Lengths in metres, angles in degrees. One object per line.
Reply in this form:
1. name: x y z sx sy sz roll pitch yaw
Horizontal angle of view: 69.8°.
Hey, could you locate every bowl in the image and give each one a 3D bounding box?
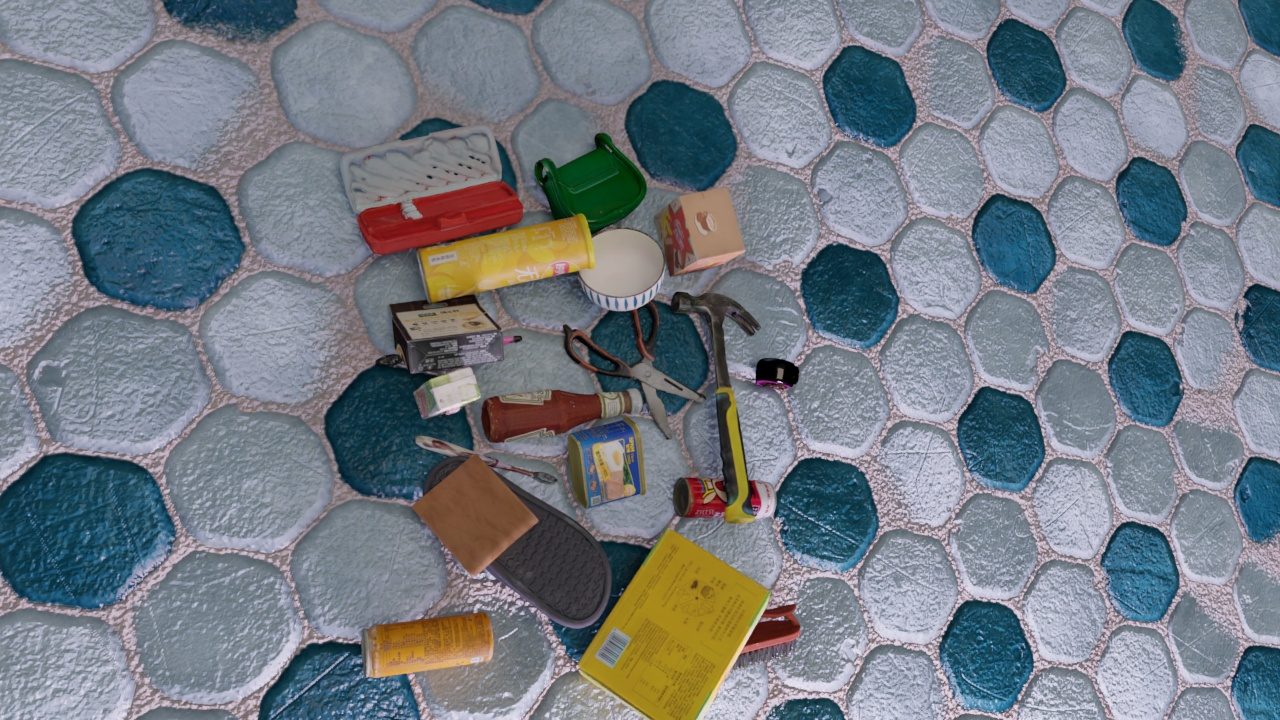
1. bowl: -0.025 -0.111 1.215 0.116 0.066 0.116 -1 57 1

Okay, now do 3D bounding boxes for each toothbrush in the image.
1. toothbrush: -0.191 0.126 1.148 0.187 0.017 0.016 20 74 -18
2. toothbrush: -0.237 -0.013 1.153 0.189 0.018 0.014 -11 95 -24

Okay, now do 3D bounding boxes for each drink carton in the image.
1. drink carton: -0.230 0.042 1.089 0.053 0.123 0.045 -19 90 -24

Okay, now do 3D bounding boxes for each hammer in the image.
1. hammer: 0.119 0.059 1.244 0.126 0.032 0.322 3 68 -23

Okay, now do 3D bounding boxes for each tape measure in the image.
1. tape measure: 0.191 0.021 1.296 0.057 0.057 0.039 16 77 -28

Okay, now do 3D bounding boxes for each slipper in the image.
1. slipper: -0.149 0.220 1.124 0.268 0.083 0.110 37 67 7

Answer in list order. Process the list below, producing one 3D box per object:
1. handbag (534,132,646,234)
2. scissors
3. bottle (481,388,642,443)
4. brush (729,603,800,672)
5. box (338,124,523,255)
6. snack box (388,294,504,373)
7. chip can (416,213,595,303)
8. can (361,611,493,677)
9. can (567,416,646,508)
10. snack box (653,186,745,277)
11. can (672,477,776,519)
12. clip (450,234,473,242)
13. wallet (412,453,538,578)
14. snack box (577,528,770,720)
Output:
1. handbag: -0.066 -0.234 1.228 0.131 0.068 0.120 -33 93 -23
2. scissors: -0.007 0.004 1.242 0.188 0.015 0.225 -9 84 -23
3. bottle: -0.097 0.064 1.172 0.205 0.060 0.059 -7 84 -22
4. brush: 0.150 0.364 1.222 0.145 0.063 0.069 -5 97 -23
5. box: -0.261 -0.211 1.150 0.200 0.074 0.154 -18 75 -23
6. snack box: -0.237 -0.034 1.114 0.113 0.126 0.053 -8 112 -22
7. chip can: -0.166 -0.127 1.142 0.213 0.072 0.072 -14 87 -9
8. can: -0.248 0.331 1.071 0.145 0.058 0.058 -1 82 -22
9. can: -0.044 0.132 1.173 0.083 0.057 0.102 -13 110 -21
10. snack box: 0.079 -0.176 1.262 0.077 0.094 0.092 -14 87 -23
11. can: 0.114 0.187 1.241 0.132 0.053 0.053 5 80 -21
12. clip: -0.220 -0.150 1.181 0.058 0.043 0.026 42 68 -15
13. wallet: -0.195 0.181 1.081 0.101 0.020 0.115 -39 73 -19
14. snack box: 0.045 0.341 1.145 0.158 0.070 0.209 29 69 16
